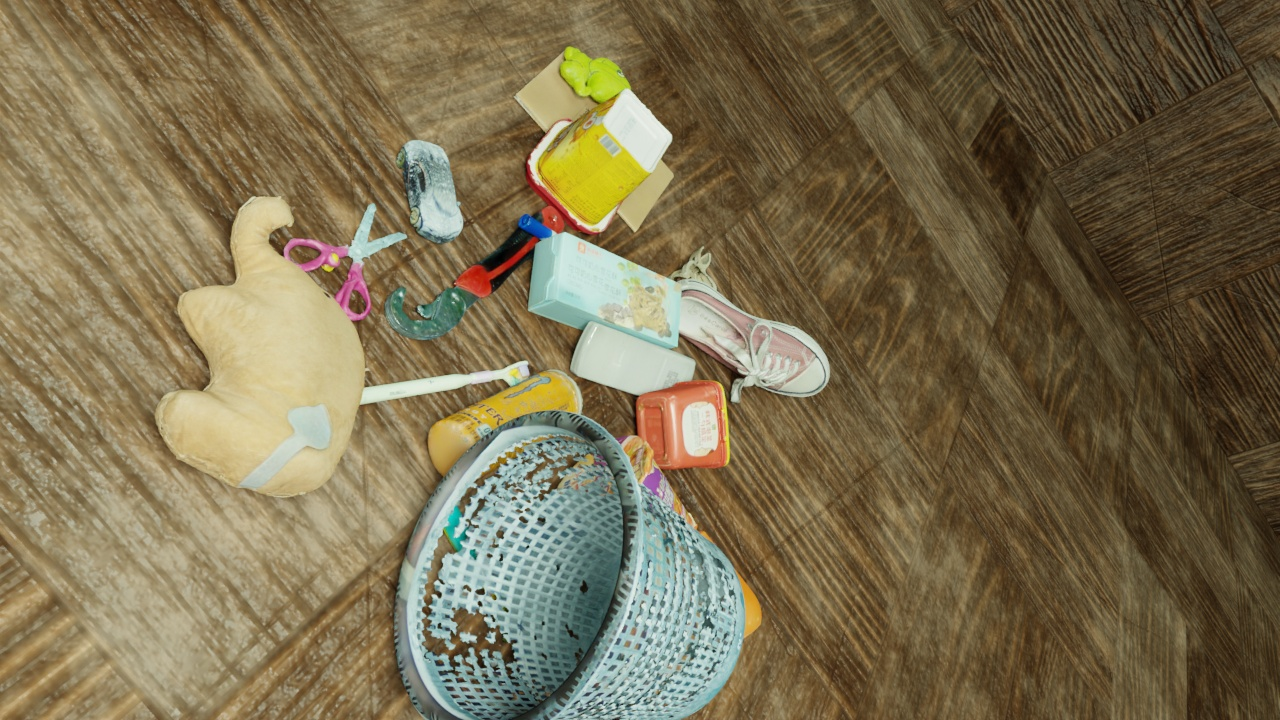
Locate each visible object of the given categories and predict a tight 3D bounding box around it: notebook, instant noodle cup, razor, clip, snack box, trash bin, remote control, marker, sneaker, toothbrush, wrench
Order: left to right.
[{"bbox_3d":[-0.172,0.021,0.795,0.020,0.029,0.189,31,25,35],"label":"toothbrush"},{"bbox_3d":[-0.130,0.163,0.742,0.043,0.028,0.132,-38,102,-39],"label":"razor"},{"bbox_3d":[-0.147,-0.090,0.891,0.056,0.016,0.272,58,39,-11],"label":"wrench"},{"bbox_3d":[-0.073,-0.116,0.969,0.145,0.017,0.016,28,48,-46],"label":"marker"},{"bbox_3d":[-0.034,0.177,0.678,0.195,0.227,0.226,35,45,-43],"label":"trash bin"},{"bbox_3d":[-0.050,-0.268,1.112,0.207,0.008,0.147,47,41,-16],"label":"notebook"},{"bbox_3d":[-0.041,-0.219,0.992,0.116,0.124,0.115,43,47,-19],"label":"instant noodle cup"},{"bbox_3d":[-0.033,-0.067,0.960,0.174,0.052,0.074,20,68,-40],"label":"snack box"},{"bbox_3d":[-0.011,0.142,0.831,0.099,0.112,0.111,52,39,-24],"label":"instant noodle cup"},{"bbox_3d":[-0.006,0.006,0.961,0.150,0.021,0.058,20,93,-39],"label":"remote control"},{"bbox_3d":[0.043,0.068,0.942,0.080,0.082,0.091,-6,91,-40],"label":"snack box"},{"bbox_3d":[0.073,-0.095,1.119,0.095,0.035,0.101,57,31,3],"label":"clip"},{"bbox_3d":[0.128,-0.008,1.068,0.241,0.118,0.087,29,31,-25],"label":"sneaker"}]

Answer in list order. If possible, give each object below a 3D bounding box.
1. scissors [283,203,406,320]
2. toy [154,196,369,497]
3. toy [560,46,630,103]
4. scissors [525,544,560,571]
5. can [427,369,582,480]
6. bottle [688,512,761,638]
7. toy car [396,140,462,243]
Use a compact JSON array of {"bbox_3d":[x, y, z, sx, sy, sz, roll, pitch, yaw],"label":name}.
[{"bbox_3d":[-0.241,-0.084,0.790,0.108,0.017,0.135,57,35,-2],"label":"scissors"},{"bbox_3d":[-0.263,-0.010,0.667,0.143,0.083,0.225,33,42,-46],"label":"toy"},{"bbox_3d":[-0.054,-0.344,1.122,0.100,0.031,0.096,31,47,-25],"label":"toy"},{"bbox_3d":[-0.055,0.223,0.805,0.132,0.014,0.175,-7,75,-50],"label":"scissors"},{"bbox_3d":[-0.115,0.055,0.802,0.145,0.058,0.058,-28,89,-51],"label":"can"},{"bbox_3d":[0.058,0.205,0.900,0.066,0.067,0.149,-21,76,-51],"label":"bottle"},{"bbox_3d":[-0.197,-0.162,0.870,0.048,0.031,0.105,1,68,-46],"label":"toy car"}]
